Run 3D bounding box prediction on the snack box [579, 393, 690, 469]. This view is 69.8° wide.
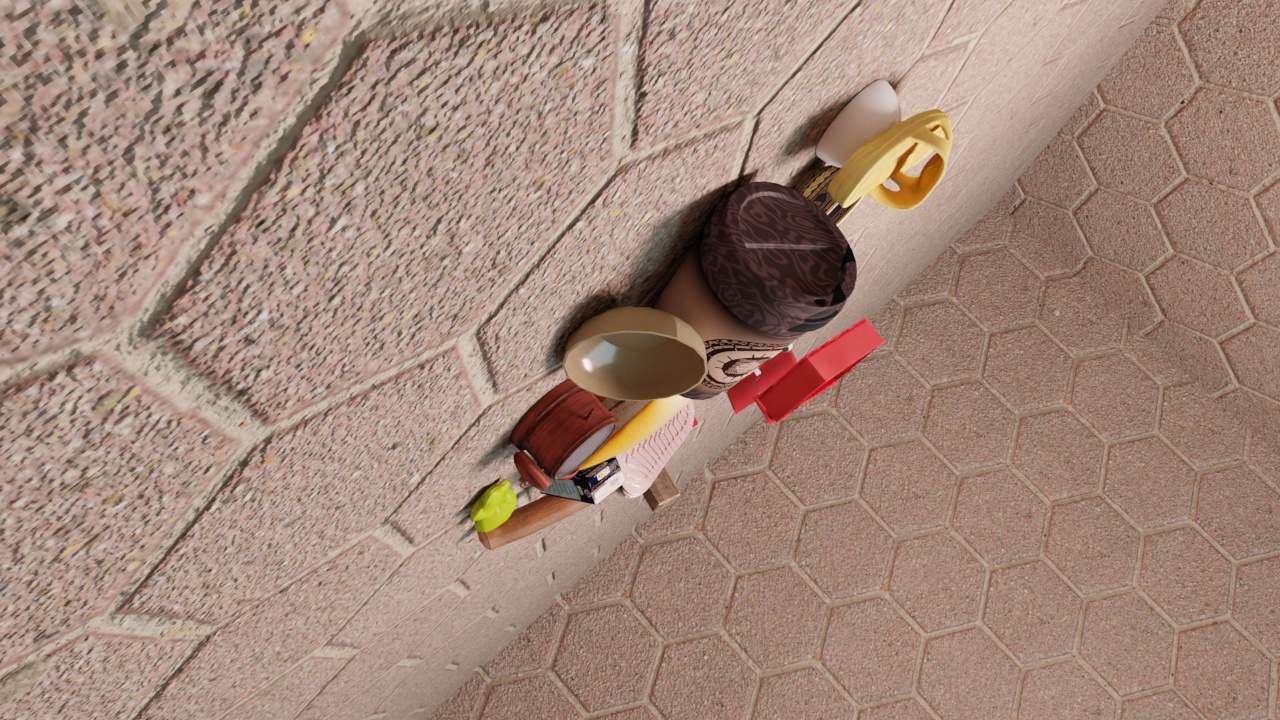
[{"bbox_3d":[-0.002,0.057,1.203,0.144,0.080,0.196,-24,164,-50],"label":"snack box"}]

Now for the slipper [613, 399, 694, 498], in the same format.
[{"bbox_3d":[0.007,0.115,1.376,0.065,0.094,0.238,-27,-159,43],"label":"slipper"}]

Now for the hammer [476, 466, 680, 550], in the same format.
[{"bbox_3d":[-0.105,0.199,1.369,0.300,0.158,0.037,-23,160,-25],"label":"hammer"}]

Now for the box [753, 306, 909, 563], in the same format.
[{"bbox_3d":[0.335,0.112,1.490,0.216,0.351,0.198,-25,168,-45],"label":"box"}]

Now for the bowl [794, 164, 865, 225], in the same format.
[{"bbox_3d":[0.229,-0.205,1.155,0.112,0.061,0.112,-41,167,-11],"label":"bowl"}]

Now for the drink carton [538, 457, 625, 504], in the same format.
[{"bbox_3d":[-0.086,0.161,1.276,0.064,0.040,0.130,-35,-157,-36],"label":"drink carton"}]

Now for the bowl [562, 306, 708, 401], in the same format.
[{"bbox_3d":[-0.005,-0.013,0.968,0.152,0.050,0.152,1,151,1],"label":"bowl"}]

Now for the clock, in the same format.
[{"bbox_3d":[-0.097,0.095,1.108,0.158,0.072,0.120,-49,167,20],"label":"clock"}]

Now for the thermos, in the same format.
[{"bbox_3d":[0.105,-0.064,1.023,0.172,0.172,0.227,-32,170,-41],"label":"thermos"}]

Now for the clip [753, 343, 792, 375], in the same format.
[{"bbox_3d":[0.174,-0.035,1.410,0.112,0.028,0.163,-38,-152,-9],"label":"clip"}]

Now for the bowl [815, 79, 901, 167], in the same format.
[{"bbox_3d":[0.266,-0.270,1.084,0.114,0.050,0.115,-41,167,-11],"label":"bowl"}]

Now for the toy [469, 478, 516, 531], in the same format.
[{"bbox_3d":[-0.196,0.194,1.218,0.094,0.036,0.093,-54,160,15],"label":"toy"}]

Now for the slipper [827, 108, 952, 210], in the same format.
[{"bbox_3d":[0.310,-0.225,1.069,0.262,0.078,0.100,-30,160,-45],"label":"slipper"}]
